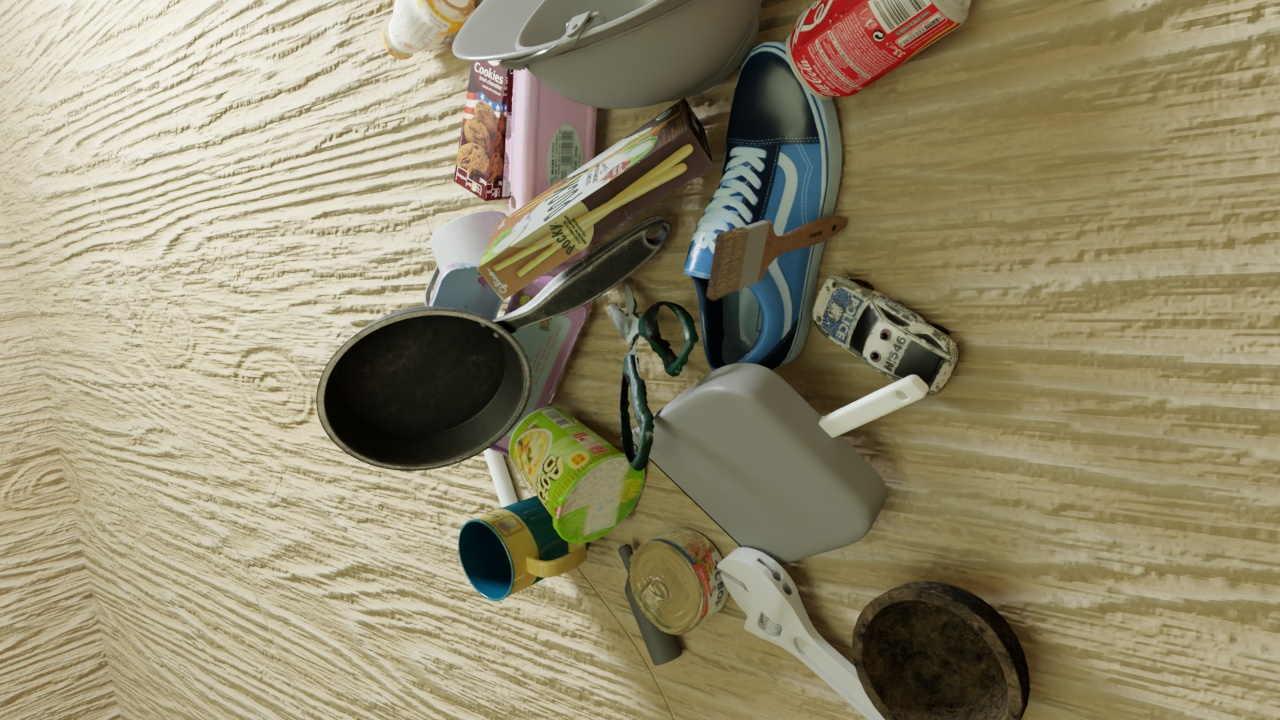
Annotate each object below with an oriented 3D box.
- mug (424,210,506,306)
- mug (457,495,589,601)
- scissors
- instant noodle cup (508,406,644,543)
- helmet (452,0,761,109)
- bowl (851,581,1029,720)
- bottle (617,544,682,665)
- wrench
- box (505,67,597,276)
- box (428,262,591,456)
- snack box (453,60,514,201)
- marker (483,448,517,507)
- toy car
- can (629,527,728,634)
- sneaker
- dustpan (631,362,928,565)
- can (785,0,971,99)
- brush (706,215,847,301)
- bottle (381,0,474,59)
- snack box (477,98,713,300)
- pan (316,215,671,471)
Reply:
[{"bbox_3d":[-0.168,-0.091,0.892,0.113,0.084,0.070,-24,82,16],"label":"mug"},{"bbox_3d":[-0.102,0.183,0.902,0.114,0.107,0.083,8,105,42],"label":"mug"},{"bbox_3d":[-0.006,0.006,0.754,0.209,0.015,0.147,-133,54,-67],"label":"scissors"},{"bbox_3d":[-0.066,0.100,0.860,0.108,0.098,0.099,40,126,39],"label":"instant noodle cup"},{"bbox_3d":[0.000,-0.239,0.672,0.272,0.182,0.118,-8,136,31],"label":"helmet"},{"bbox_3d":[0.216,0.207,0.644,0.121,0.056,0.121,14,111,40],"label":"bowl"},{"bbox_3d":[0.005,0.228,0.866,0.030,0.030,0.113,-27,83,44],"label":"bottle"},{"bbox_3d":[0.166,0.246,0.717,0.273,0.018,0.087,37,142,27],"label":"wrench"},{"bbox_3d":[-0.091,-0.182,0.812,0.103,0.086,0.202,28,121,49],"label":"box"},{"bbox_3d":[-0.147,0.001,0.883,0.048,0.149,0.215,-103,33,-48],"label":"box"},{"bbox_3d":[-0.140,-0.228,0.872,0.051,0.031,0.141,35,123,31],"label":"snack box"},{"bbox_3d":[-0.162,0.092,0.994,0.020,0.020,0.141,-19,88,44],"label":"marker"},{"bbox_3d":[0.166,-0.018,0.639,0.113,0.040,0.049,37,123,31],"label":"toy car"},{"bbox_3d":[0.034,0.196,0.821,0.086,0.043,0.086,14,110,40],"label":"can"},{"bbox_3d":[0.081,-0.101,0.654,0.083,0.098,0.241,16,112,40],"label":"sneaker"},{"bbox_3d":[0.110,0.066,0.664,0.163,0.033,0.258,44,147,-5],"label":"dustpan"},{"bbox_3d":[0.148,-0.215,0.582,0.105,0.064,0.064,-27,83,44],"label":"can"},{"bbox_3d":[0.097,-0.080,0.614,0.008,0.142,0.045,32,130,34],"label":"brush"},{"bbox_3d":[-0.209,-0.331,0.887,0.109,0.063,0.063,-18,89,45],"label":"bottle"},{"bbox_3d":[-0.035,-0.125,0.702,0.186,0.100,0.031,-30,113,16],"label":"snack box"},{"bbox_3d":[-0.124,-0.022,0.803,0.357,0.187,0.055,-37,43,11],"label":"pan"}]
